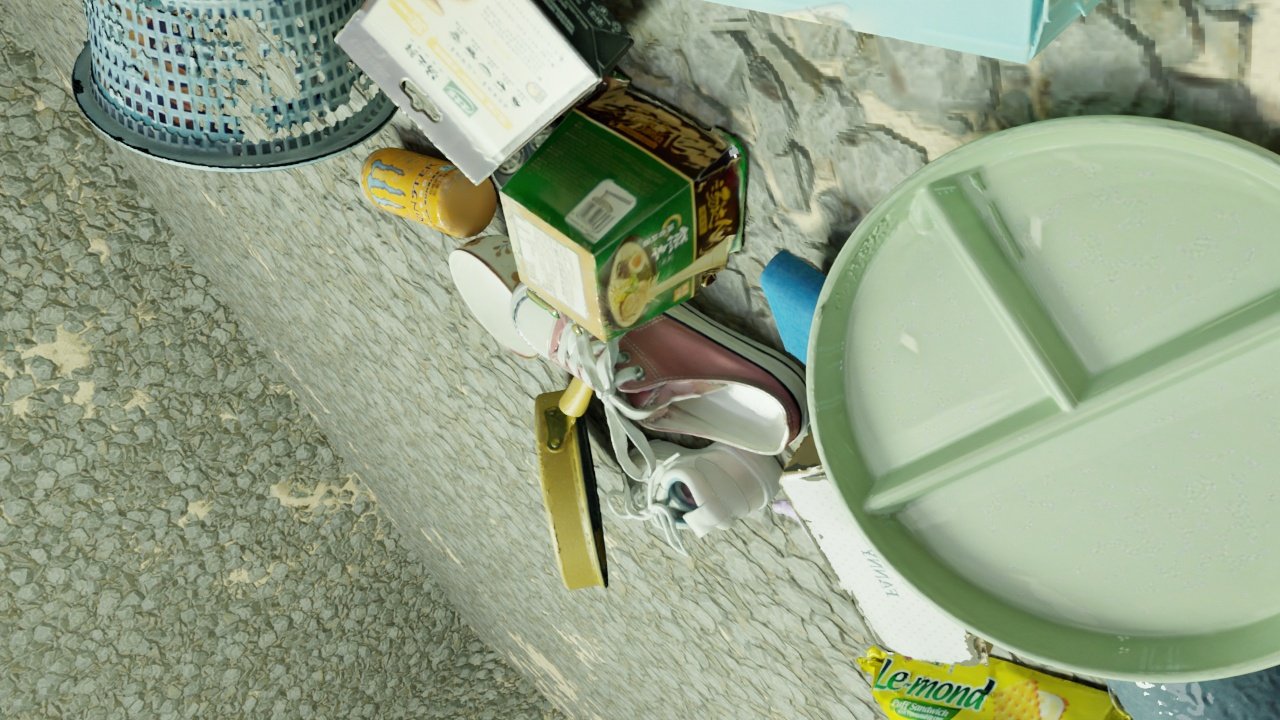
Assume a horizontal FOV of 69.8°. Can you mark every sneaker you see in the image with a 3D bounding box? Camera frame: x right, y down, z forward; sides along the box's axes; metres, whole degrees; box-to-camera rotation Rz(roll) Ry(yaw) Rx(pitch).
[{"bbox_3d":[-0.004,0.004,0.628,0.241,0.087,0.118,25,126,23],"label":"sneaker"},{"bbox_3d":[0.029,0.122,0.800,0.089,0.090,0.243,52,157,-6],"label":"sneaker"}]

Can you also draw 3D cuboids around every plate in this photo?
[{"bbox_3d":[0.174,0.019,0.366,0.230,0.027,0.230,16,117,34],"label":"plate"}]

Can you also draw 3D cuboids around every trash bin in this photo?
[{"bbox_3d":[-0.273,-0.269,0.605,0.226,0.225,0.196,39,143,20],"label":"trash bin"}]

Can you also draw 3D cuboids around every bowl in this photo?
[{"bbox_3d":[-0.103,-0.062,0.780,0.113,0.062,0.114,39,153,23],"label":"bowl"}]

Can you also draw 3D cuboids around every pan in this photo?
[{"bbox_3d":[-0.054,0.067,0.825,0.358,0.078,0.197,82,177,-48],"label":"pan"}]

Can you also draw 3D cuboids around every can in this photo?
[{"bbox_3d":[-0.187,-0.148,0.798,0.146,0.058,0.058,23,146,44],"label":"can"}]

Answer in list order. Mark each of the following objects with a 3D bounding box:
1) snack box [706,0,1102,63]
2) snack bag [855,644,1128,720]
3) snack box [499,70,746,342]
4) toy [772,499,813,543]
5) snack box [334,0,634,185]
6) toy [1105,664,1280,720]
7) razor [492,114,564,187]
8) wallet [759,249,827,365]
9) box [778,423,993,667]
[{"bbox_3d":[0.076,-0.157,0.318,0.175,0.074,0.052,29,149,37],"label":"snack box"},{"bbox_3d":[0.275,0.291,0.665,0.158,0.068,0.247,55,156,-14],"label":"snack bag"},{"bbox_3d":[-0.016,-0.084,0.545,0.118,0.105,0.118,35,152,26],"label":"snack box"},{"bbox_3d":[0.153,0.137,0.670,0.108,0.038,0.084,49,145,-18],"label":"toy"},{"bbox_3d":[-0.086,-0.173,0.495,0.113,0.053,0.126,46,144,-18],"label":"snack box"},{"bbox_3d":[0.288,0.146,0.398,0.356,0.091,0.138,40,143,14],"label":"toy"},{"bbox_3d":[-0.063,-0.109,0.647,0.062,0.067,0.168,38,161,23],"label":"razor"},{"bbox_3d":[0.125,0.003,0.489,0.133,0.040,0.106,39,175,27],"label":"wallet"},{"bbox_3d":[0.160,0.108,0.577,0.090,0.062,0.184,-6,121,46],"label":"box"}]
